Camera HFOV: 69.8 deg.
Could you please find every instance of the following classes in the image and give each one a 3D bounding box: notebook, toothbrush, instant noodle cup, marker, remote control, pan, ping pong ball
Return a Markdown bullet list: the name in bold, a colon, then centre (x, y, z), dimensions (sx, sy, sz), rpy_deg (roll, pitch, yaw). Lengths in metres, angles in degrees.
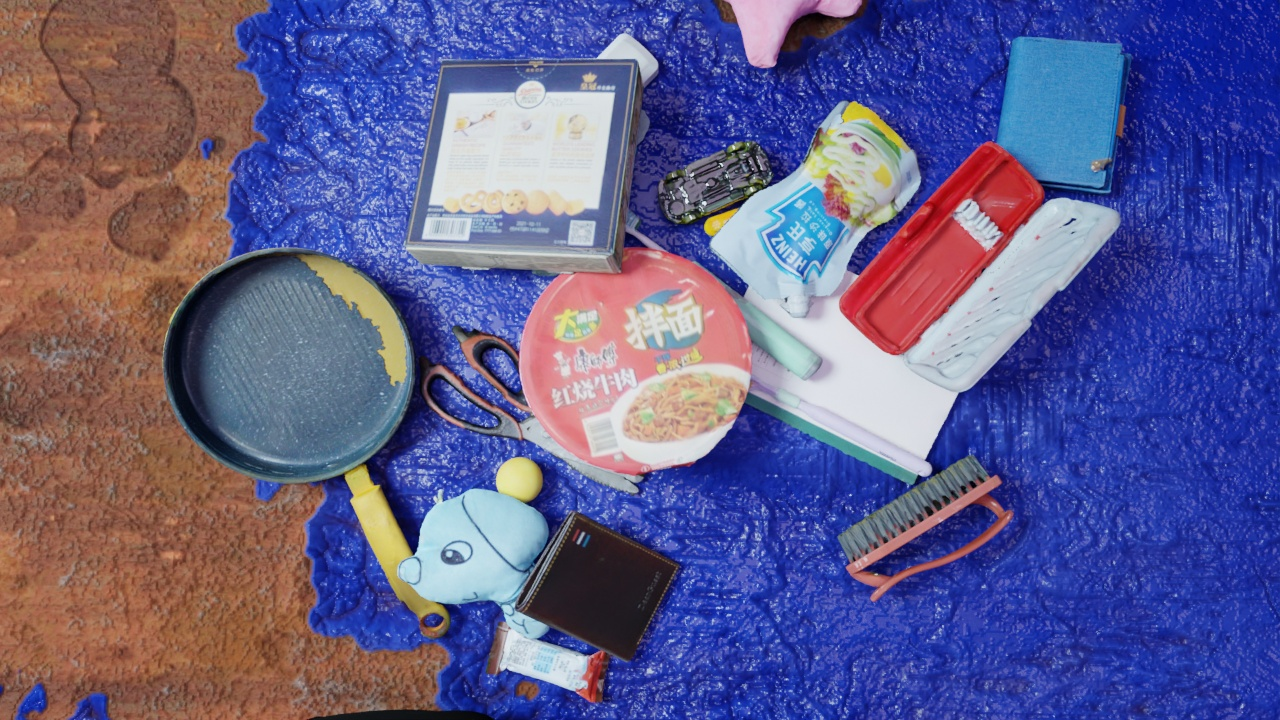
- **notebook**: centre (0.181, -0.001, 0.819), dimensions (0.209, 0.012, 0.150), rpy_deg (26, 88, 2)
- **toothbrush**: centre (0.169, 0.056, 0.802), dimensions (0.189, 0.029, 0.021), rpy_deg (26, 51, 1)
- **instant noodle cup**: centre (-0.005, 0.005, 0.783), dimensions (0.194, 0.066, 0.193), rpy_deg (0, 76, -1)
- **marker**: centre (0.117, -0.138, 0.827), dimensions (0.124, 0.015, 0.018), rpy_deg (-18, 92, -4)
- **remote control**: centre (-0.040, -0.238, 0.829), dimensions (0.049, 0.024, 0.125), rpy_deg (43, 87, 3)
- **toothbrush**: centre (0.065, -0.059, 0.807), dimensions (0.224, 0.026, 0.027), rpy_deg (38, 116, 3)
- **pan**: centre (-0.253, 0.076, 0.776), dimensions (0.197, 0.078, 0.357), rpy_deg (-27, 105, -7)
- **ping pong ball**: centre (-0.105, 0.104, 0.796), dimensions (0.040, 0.040, 0.040), rpy_deg (0, 86, -1)

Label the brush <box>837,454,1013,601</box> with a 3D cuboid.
- **brush**: centre (0.241, 0.145, 0.784), dimensions (0.146, 0.063, 0.069), rpy_deg (-31, 73, -1)

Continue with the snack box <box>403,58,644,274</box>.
- **snack box**: centre (-0.096, -0.167, 0.779), dimensions (0.178, 0.046, 0.182), rpy_deg (4, 74, 12)

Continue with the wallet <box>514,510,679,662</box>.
- **wallet**: centre (-0.034, 0.192, 0.777), dimensions (0.122, 0.020, 0.096), rpy_deg (33, 86, -27)

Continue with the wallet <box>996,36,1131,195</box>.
- **wallet**: centre (0.378, -0.220, 0.823), dimensions (0.106, 0.040, 0.133), rpy_deg (9, 88, 9)

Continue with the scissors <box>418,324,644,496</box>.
- **scissors**: centre (-0.089, 0.044, 0.813), dimensions (0.207, 0.015, 0.192), rpy_deg (-7, 85, -1)

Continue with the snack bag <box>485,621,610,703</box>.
- **snack bag**: centre (-0.079, 0.260, 0.792), dimensions (0.104, 0.026, 0.048), rpy_deg (13, 75, 1)

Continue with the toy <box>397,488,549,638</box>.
- **toy**: centre (-0.117, 0.166, 0.773), dimensions (0.161, 0.050, 0.156), rpy_deg (-27, 99, -14)

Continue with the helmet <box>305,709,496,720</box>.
- **helmet**: centre (-0.160, 0.379, 0.668), dimensions (0.229, 0.275, 0.233), rpy_deg (2, 97, -27)

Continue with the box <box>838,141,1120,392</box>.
- **box**: centre (0.283, -0.077, 0.780), dimensions (0.201, 0.073, 0.154), rpy_deg (-47, 61, -1)

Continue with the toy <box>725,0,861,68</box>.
- **toy**: centre (0.100, -0.353, 0.810), dimensions (0.178, 0.075, 0.194), rpy_deg (-11, 86, -10)

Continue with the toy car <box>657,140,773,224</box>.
- **toy car**: centre (0.066, -0.157, 0.820), dimensions (0.105, 0.032, 0.048), rpy_deg (-23, 87, 4)

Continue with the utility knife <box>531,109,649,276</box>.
- **utility knife**: centre (-0.042, -0.150, 0.828), dimensions (0.029, 0.013, 0.179), rpy_deg (31, 86, 0)

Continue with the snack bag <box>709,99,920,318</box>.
- **snack bag**: centre (0.158, -0.131, 0.804), dimensions (0.110, 0.039, 0.190), rpy_deg (45, 79, -16)
